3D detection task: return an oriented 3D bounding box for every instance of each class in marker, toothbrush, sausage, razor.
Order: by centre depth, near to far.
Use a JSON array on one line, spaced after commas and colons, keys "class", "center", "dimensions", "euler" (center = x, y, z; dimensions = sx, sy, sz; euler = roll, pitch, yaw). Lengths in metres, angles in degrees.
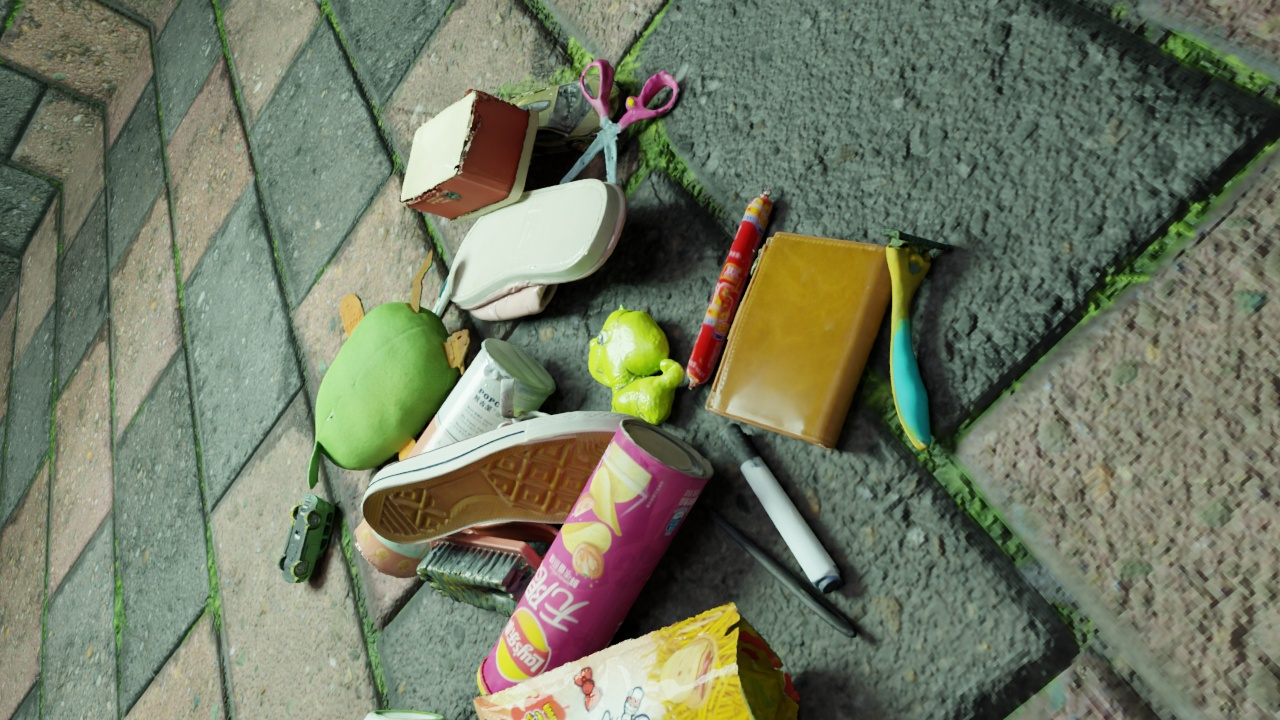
[{"class": "razor", "center": [0.160, -0.012, 0.539], "dimensions": [0.028, 0.043, 0.132], "euler": [-21, 63, 57]}, {"class": "marker", "center": [0.087, 0.089, 0.574], "dimensions": [0.018, 0.022, 0.130], "euler": [-56, 45, 27]}, {"class": "toothbrush", "center": [0.069, 0.121, 0.581], "dimensions": [0.181, 0.015, 0.018], "euler": [33, 103, 47]}, {"class": "sausage", "center": [0.064, -0.052, 0.656], "dimensions": [0.020, 0.020, 0.156], "euler": [17, 85, 47]}, {"class": "toothbrush", "center": [-0.218, -0.036, 0.929], "dimensions": [0.192, 0.018, 0.016], "euler": [-58, 44, 11]}]

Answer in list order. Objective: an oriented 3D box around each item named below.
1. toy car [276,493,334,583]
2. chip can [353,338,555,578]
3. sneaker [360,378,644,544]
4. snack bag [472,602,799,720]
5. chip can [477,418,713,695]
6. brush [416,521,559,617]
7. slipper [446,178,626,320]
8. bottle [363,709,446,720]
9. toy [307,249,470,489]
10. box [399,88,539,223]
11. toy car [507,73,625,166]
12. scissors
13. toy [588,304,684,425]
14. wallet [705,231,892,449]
[{"class": "toy car", "center": [-0.344, 0.184, 0.944], "dimensions": [0.043, 0.036, 0.091], "euler": [5, 75, 44]}, {"class": "chip can", "center": [-0.161, 0.086, 0.781], "dimensions": [0.215, 0.071, 0.071], "euler": [-53, 44, 14]}, {"class": "sneaker", "center": [-0.096, 0.074, 0.694], "dimensions": [0.241, 0.118, 0.087], "euler": [-15, 32, 18]}, {"class": "snack bag", "center": [-0.007, 0.232, 0.545], "dimensions": [0.208, 0.073, 0.128], "euler": [-30, 75, 22]}, {"class": "chip can", "center": [-0.032, 0.144, 0.616], "dimensions": [0.071, 0.071, 0.211], "euler": [43, 109, 45]}, {"class": "brush", "center": [-0.116, 0.156, 0.721], "dimensions": [0.146, 0.063, 0.069], "euler": [-3, 40, 45]}, {"class": "slipper", "center": [-0.090, -0.093, 0.799], "dimensions": [0.275, 0.054, 0.114], "euler": [-7, 63, 53]}, {"class": "bottle", "center": [-0.190, 0.371, 0.692], "dimensions": [0.068, 0.068, 0.196], "euler": [-10, 69, 42]}, {"class": "toy", "center": [-0.238, 0.019, 0.875], "dimensions": [0.247, 0.089, 0.227], "euler": [-45, 60, 26]}, {"class": "box", "center": [-0.168, -0.188, 0.844], "dimensions": [0.169, 0.079, 0.091], "euler": [0, 76, 59]}, {"class": "toy car", "center": [-0.078, -0.228, 0.859], "dimensions": [0.158, 0.042, 0.070], "euler": [0, 74, 42]}, {"class": "scissors", "center": [-0.029, -0.207, 0.796], "dimensions": [0.133, 0.017, 0.125], "euler": [-45, 70, 12]}, {"class": "toy", "center": [-0.004, 0.004, 0.692], "dimensions": [0.097, 0.031, 0.100], "euler": [-16, 67, 40]}, {"class": "wallet", "center": [0.097, -0.019, 0.599], "dimensions": [0.119, 0.035, 0.130], "euler": [16, 83, 47]}]
